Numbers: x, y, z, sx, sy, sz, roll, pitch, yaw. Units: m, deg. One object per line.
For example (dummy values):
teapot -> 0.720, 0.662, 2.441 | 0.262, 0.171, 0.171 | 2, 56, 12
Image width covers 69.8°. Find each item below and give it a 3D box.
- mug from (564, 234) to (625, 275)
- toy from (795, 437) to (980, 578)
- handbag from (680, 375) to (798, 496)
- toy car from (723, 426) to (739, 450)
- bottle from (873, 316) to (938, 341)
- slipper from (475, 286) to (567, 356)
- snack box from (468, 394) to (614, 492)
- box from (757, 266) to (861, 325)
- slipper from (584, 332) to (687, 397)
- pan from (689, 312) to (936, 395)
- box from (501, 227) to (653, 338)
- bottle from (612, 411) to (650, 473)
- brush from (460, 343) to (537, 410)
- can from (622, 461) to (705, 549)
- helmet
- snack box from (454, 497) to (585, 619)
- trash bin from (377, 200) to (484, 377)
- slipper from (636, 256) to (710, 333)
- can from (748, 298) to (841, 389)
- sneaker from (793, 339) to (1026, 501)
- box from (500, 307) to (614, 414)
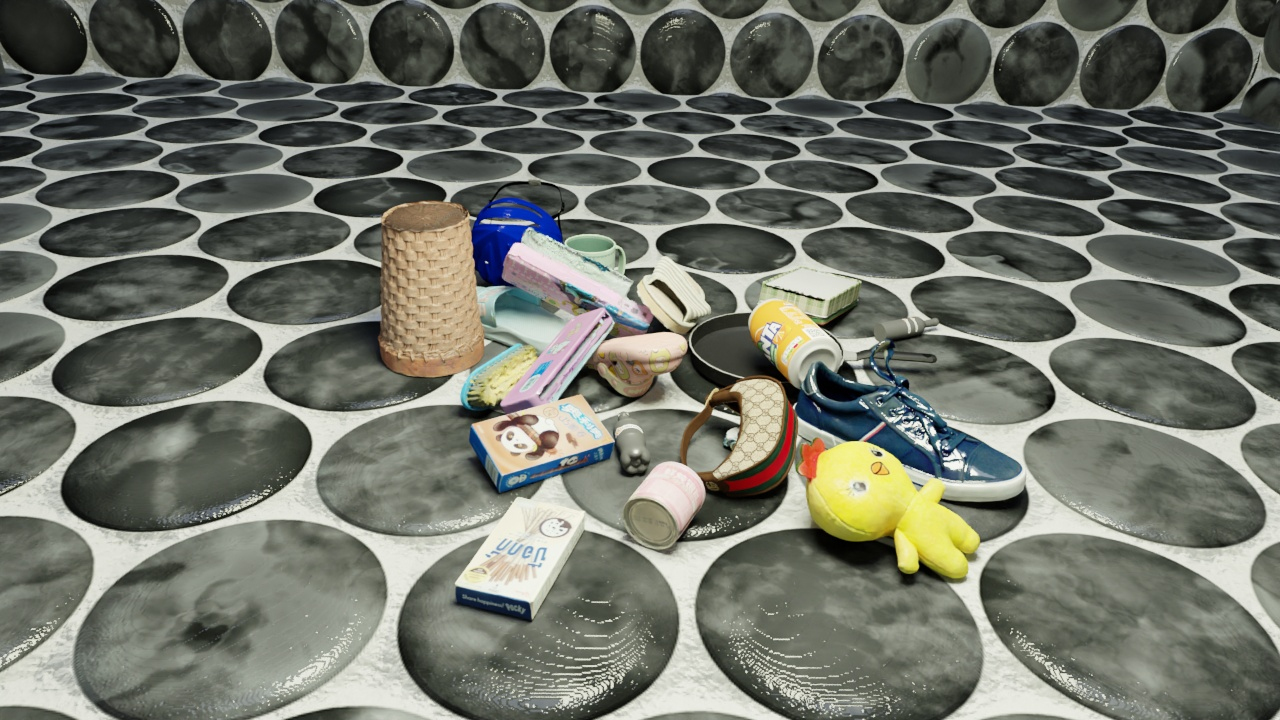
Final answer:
mug -> -0.071, -0.147, 1.505 | 0.111, 0.104, 0.084 | -21, 36, -35
toy -> 0.260, 0.158, 0.982 | 0.208, 0.092, 0.133 | 25, 40, 19
handbag -> 0.115, 0.085, 1.100 | 0.139, 0.063, 0.166 | -8, 44, 24
toy car -> 0.147, 0.101, 1.136 | 0.090, 0.027, 0.038 | 17, 33, 25
bottle -> 0.422, -0.052, 1.443 | 0.112, 0.030, 0.030 | -10, 31, -22
slipper -> -0.186, -0.072, 1.389 | 0.246, 0.074, 0.103 | 24, 34, 32
snack box -> -0.117, 0.097, 1.096 | 0.151, 0.034, 0.087 | -15, 49, -30
box -> 0.275, -0.105, 1.478 | 0.118, 0.050, 0.205 | 18, 21, 22
slipper -> -0.007, 0.007, 1.257 | 0.093, 0.081, 0.198 | -16, 9, -33
pan -> 0.249, -0.006, 1.339 | 0.356, 0.034, 0.224 | 5, 28, 4
box -> -0.086, -0.113, 1.360 | 0.230, 0.085, 0.076 | 27, 63, -4
bottle -> -0.013, 0.096, 1.123 | 0.036, 0.036, 0.109 | -3, 28, -9
brush -> -0.197, 0.027, 1.225 | 0.075, 0.055, 0.135 | -6, 19, 35
can -> 0.026, 0.154, 0.985 | 0.067, 0.067, 0.076 | 15, 31, 22
helmet -> -0.196, -0.219, 1.487 | 0.148, 0.242, 0.227 | 3, 72, 6
snack box -> -0.119, 0.198, 0.935 | 0.082, 0.026, 0.149 | 10, 29, 14
trash bin -> -0.299, -0.102, 1.290 | 0.151, 0.210, 0.151 | 1, 29, -1
slipper -> 0.059, -0.106, 1.416 | 0.114, 0.054, 0.272 | 51, 17, -1
can -> 0.207, -0.025, 1.253 | 0.079, 0.079, 0.142 | -7, 31, -18
sneaker -> 0.326, 0.068, 1.113 | 0.295, 0.127, 0.120 | 23, 36, 30
box -> -0.106, 0.005, 1.225 | 0.076, 0.036, 0.213 | -16, 26, 38
